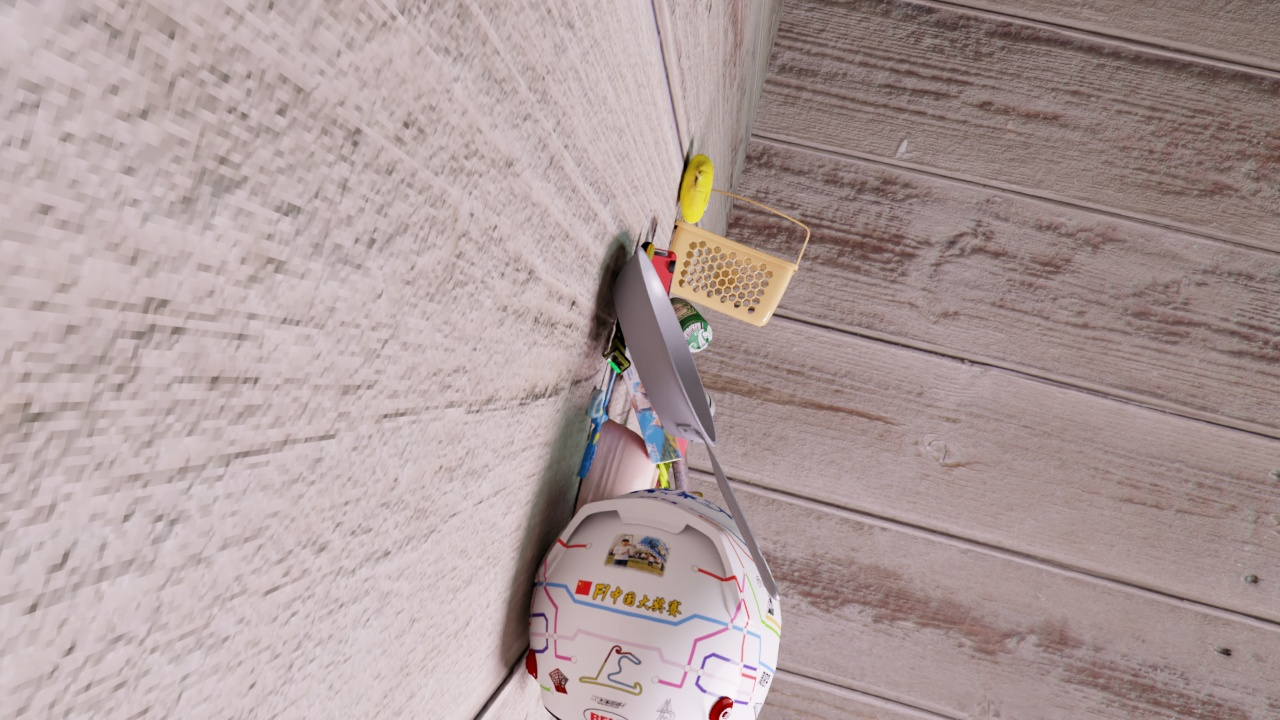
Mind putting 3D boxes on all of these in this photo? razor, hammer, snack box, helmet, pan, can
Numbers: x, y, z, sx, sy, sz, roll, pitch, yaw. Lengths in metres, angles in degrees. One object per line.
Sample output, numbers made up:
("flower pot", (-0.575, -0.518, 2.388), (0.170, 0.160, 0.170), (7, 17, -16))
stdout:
("razor", (-0.009, -0.059, 0.947), (0.044, 0.021, 0.144), (50, 53, -60))
("hammer", (0.046, 0.085, 1.202), (0.119, 0.033, 0.330), (-46, 130, -68))
("snack box", (0.021, 0.025, 1.061), (0.142, 0.040, 0.145), (-61, 135, -68))
("helmet", (0.018, 0.244, 0.875), (0.315, 0.231, 0.235), (67, 34, -63))
("pan", (0.046, 0.053, 0.827), (0.201, 0.051, 0.356), (56, 15, -57))
("can", (0.068, -0.054, 1.376), (0.101, 0.053, 0.053), (-125, -140, -53))

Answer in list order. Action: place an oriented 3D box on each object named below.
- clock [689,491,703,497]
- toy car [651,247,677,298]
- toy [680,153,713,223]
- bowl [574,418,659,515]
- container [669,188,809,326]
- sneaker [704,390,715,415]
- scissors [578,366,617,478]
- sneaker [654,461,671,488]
("clock", (0.017, 0.209, 1.096), (0.117, 0.059, 0.157), (-14, -151, 54))
("toy car", (0.018, -0.091, 1.045), (0.025, 0.038, 0.090), (-74, 175, -50))
("toy", (0.076, -0.235, 1.253), (0.094, 0.041, 0.095), (88, 14, -84))
("bowl", (-0.023, 0.146, 1.053), (0.153, 0.076, 0.153), (17, 88, -85))
("container", (0.136, -0.153, 1.340), (0.129, 0.183, 0.167), (-17, 128, -83))
("sneaker", (0.031, 0.040, 1.352), (0.091, 0.097, 0.245), (-42, -167, 3))
("scissors", (-0.045, 0.061, 0.956), (0.130, 0.013, 0.125), (91, 15, -77))
("sneaker", (-0.004, 0.186, 1.213), (0.241, 0.091, 0.116), (-72, 150, -52))
